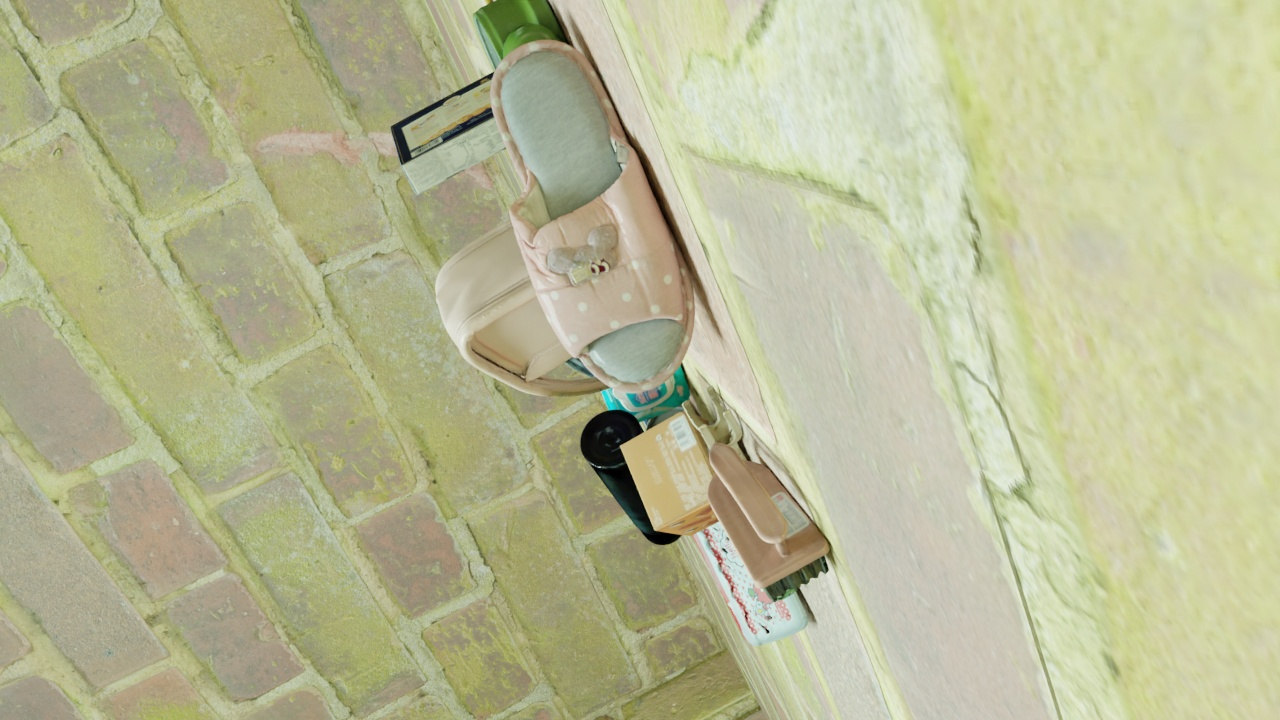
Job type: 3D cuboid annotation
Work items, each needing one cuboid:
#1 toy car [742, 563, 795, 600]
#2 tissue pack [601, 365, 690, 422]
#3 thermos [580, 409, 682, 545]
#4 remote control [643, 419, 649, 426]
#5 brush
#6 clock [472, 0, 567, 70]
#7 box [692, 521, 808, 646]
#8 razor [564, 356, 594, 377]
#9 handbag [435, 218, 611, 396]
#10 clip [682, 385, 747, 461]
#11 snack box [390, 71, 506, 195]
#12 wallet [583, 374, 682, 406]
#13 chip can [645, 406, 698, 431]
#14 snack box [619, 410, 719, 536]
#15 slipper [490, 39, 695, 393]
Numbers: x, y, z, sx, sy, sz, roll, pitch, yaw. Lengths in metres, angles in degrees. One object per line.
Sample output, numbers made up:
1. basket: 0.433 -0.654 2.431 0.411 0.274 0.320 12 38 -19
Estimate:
1. toy car: 0.124 0.197 0.914 0.091 0.043 0.036 59 174 45
2. tissue pack: -0.006 0.006 0.992 0.050 0.093 0.133 -116 2 -49
3. thermos: -0.009 0.136 1.051 0.090 0.068 0.243 37 164 30
4. remote control: 0.011 0.038 1.222 0.024 0.049 0.125 -109 -4 -67
5. brush: 0.095 0.122 0.745 0.073 0.063 0.145 62 178 -30
6. clock: -0.090 -0.249 0.778 0.161 0.056 0.116 59 174 38
7. box: 0.120 0.203 1.012 0.095 0.100 0.201 -12 -109 -52
8. razor: -0.054 -0.062 1.024 0.062 0.067 0.167 26 111 50
9. handbag: -0.055 -0.038 0.839 0.093 0.193 0.234 63 -175 37
10. clip: 0.079 0.077 0.835 0.104 0.035 0.086 61 177 -19
11. snack box: -0.218 -0.293 1.147 0.046 0.178 0.182 63 177 -33
12. wallet: -0.015 0.024 1.140 0.130 0.035 0.119 25 -169 -16
13. chip can: 0.050 0.129 1.146 0.073 0.073 0.217 61 175 26
14. snack box: 0.046 0.113 0.902 0.094 0.077 0.092 27 -145 -62
15. slipper: -0.038 -0.105 0.685 0.054 0.114 0.274 -59 -50 -81
